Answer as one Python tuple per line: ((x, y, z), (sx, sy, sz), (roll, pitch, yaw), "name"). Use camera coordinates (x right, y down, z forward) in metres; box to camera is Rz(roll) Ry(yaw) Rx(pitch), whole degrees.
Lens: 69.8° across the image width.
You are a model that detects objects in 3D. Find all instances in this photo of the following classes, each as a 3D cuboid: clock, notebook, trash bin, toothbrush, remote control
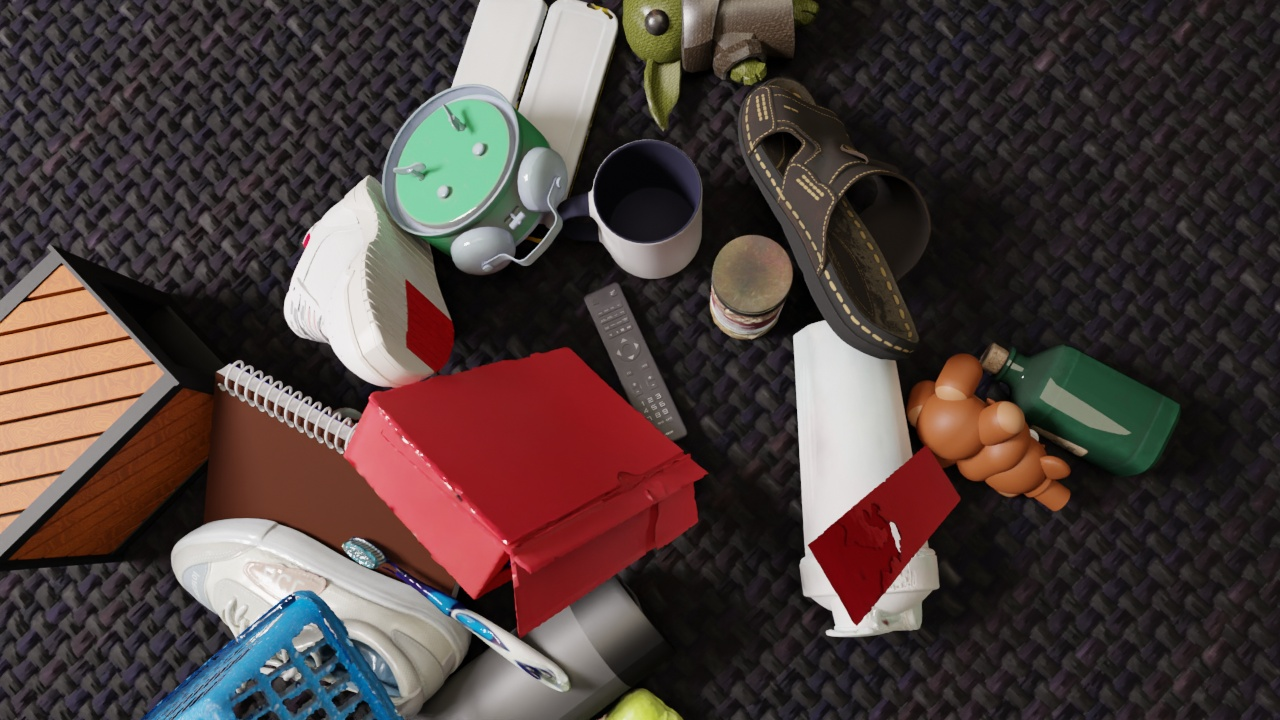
((-0.119, -0.130, 0.680), (0.122, 0.075, 0.161), (-49, 59, 5), "clock")
((-0.222, 0.111, 0.667), (0.209, 0.022, 0.172), (26, 123, 8), "notebook")
((-0.410, 0.041, 0.681), (0.139, 0.140, 0.171), (44, 86, 9), "trash bin")
((-0.127, 0.172, 0.625), (0.189, 0.017, 0.016), (29, 94, 13), "toothbrush")
((-0.004, 0.004, 0.723), (0.032, 0.015, 0.136), (-24, 77, 0), "remote control")

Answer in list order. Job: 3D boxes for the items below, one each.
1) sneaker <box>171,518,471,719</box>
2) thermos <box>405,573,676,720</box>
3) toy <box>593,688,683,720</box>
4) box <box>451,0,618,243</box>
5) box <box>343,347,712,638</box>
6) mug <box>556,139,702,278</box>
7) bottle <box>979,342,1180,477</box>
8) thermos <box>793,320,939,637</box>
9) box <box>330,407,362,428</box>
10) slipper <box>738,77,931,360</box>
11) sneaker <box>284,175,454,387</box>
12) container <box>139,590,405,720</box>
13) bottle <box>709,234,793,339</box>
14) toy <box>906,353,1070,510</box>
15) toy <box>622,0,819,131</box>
((-0.247, 0.186, 0.650), (0.242, 0.090, 0.090), (16, 122, 14), "sneaker")
((-0.094, 0.246, 0.655), (0.240, 0.082, 0.082), (-36, 80, -2), "thermos")
((0.003, 0.299, 0.659), (0.092, 0.046, 0.115), (-35, 87, -1), "toy")
((-0.102, -0.206, 0.760), (0.130, 0.036, 0.209), (15, 83, 9), "box")
((-0.073, 0.069, 0.615), (0.165, 0.214, 0.153), (-6, 96, 34), "box")
((-0.009, -0.111, 0.700), (0.112, 0.097, 0.078), (-5, 80, 3), "mug")
((0.313, 0.027, 0.673), (0.131, 0.061, 0.061), (30, 82, 8), "bottle")
((0.160, 0.083, 0.663), (0.099, 0.099, 0.220), (-3, 76, 3), "thermos")
((-0.166, 0.088, 0.691), (0.187, 0.083, 0.042), (28, 87, 6), "box")
((0.145, -0.119, 0.656), (0.076, 0.113, 0.267), (-41, 48, 35), "slipper")
((-0.208, -0.040, 0.662), (0.104, 0.090, 0.236), (-36, 40, 8), "sneaker")
((-0.208, 0.360, 0.576), (0.258, 0.089, 0.362), (-39, 84, 26), "container")
((0.080, -0.052, 0.680), (0.056, 0.105, 0.056), (-1, 81, 3), "bottle")
((0.257, 0.058, 0.666), (0.127, 0.095, 0.065), (35, 60, -3), "toy")
((0.061, -0.282, 0.732), (0.153, 0.078, 0.179), (-6, 83, 6), "toy")
